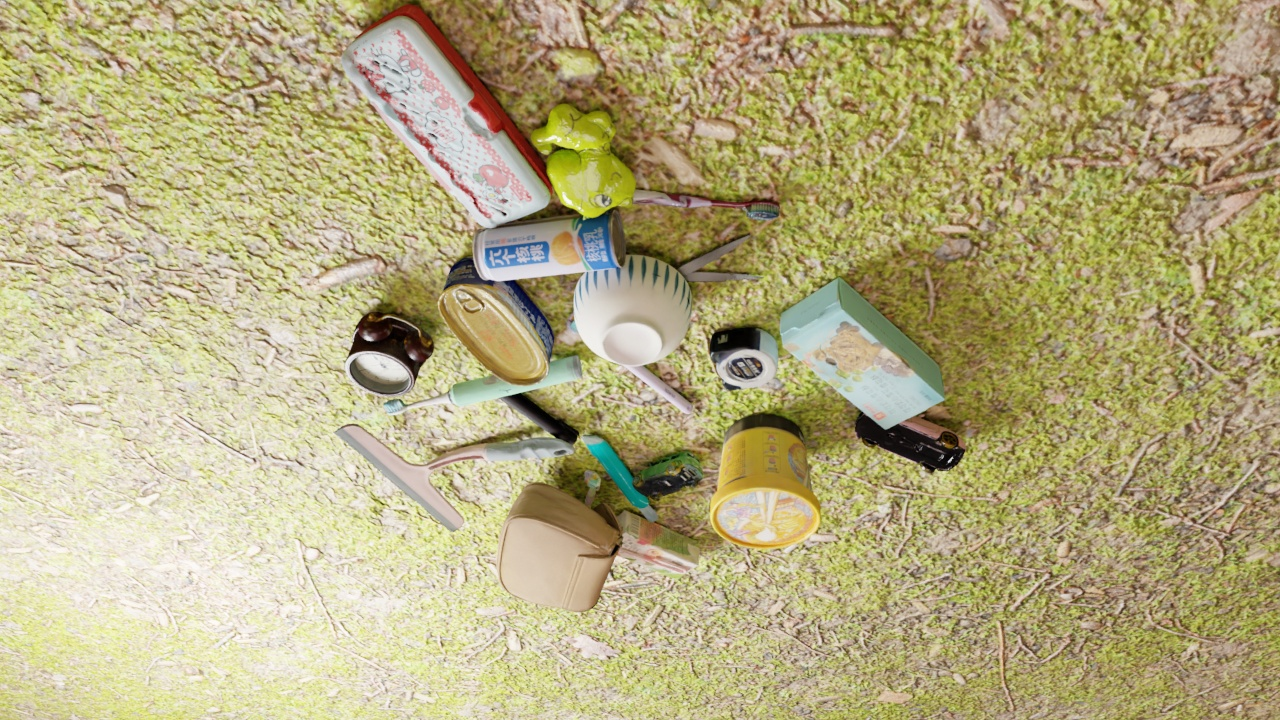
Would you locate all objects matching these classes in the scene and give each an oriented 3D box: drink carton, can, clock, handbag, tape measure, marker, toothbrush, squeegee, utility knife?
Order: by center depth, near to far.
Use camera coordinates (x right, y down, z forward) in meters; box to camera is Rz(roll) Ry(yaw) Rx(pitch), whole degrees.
[{"bbox_3d":[0.032,-0.141,0.824,0.187,0.017,0.016,5,137,2],"label":"toothbrush"},{"bbox_3d":[-0.084,-0.105,0.850,0.135,0.053,0.053,-5,135,12],"label":"can"},{"bbox_3d":[-0.143,-0.038,0.930,0.075,0.049,0.148,-18,131,24],"label":"can"},{"bbox_3d":[0.110,-0.002,0.949,0.066,0.033,0.066,-8,137,18],"label":"tape measure"},{"bbox_3d":[-0.265,-0.011,0.969,0.082,0.055,0.122,25,137,-17],"label":"clock"},{"bbox_3d":[-0.006,0.006,0.983,0.189,0.029,0.021,38,168,-31],"label":"toothbrush"},{"bbox_3d":[-0.171,0.031,0.998,0.224,0.026,0.027,-13,131,7],"label":"toothbrush"},{"bbox_3d":[-0.123,0.059,1.051,0.022,0.020,0.132,-38,122,21],"label":"marker"},{"bbox_3d":[-0.188,0.117,1.105,0.250,0.040,0.248,-12,137,21],"label":"squeegee"},{"bbox_3d":[-0.021,0.148,1.136,0.029,0.013,0.187,-13,132,23],"label":"utility knife"},{"bbox_3d":[-0.104,0.236,1.164,0.148,0.099,0.205,22,139,2],"label":"handbag"},{"bbox_3d":[-0.077,0.205,1.200,0.020,0.029,0.190,-22,149,-30],"label":"toothbrush"},{"bbox_3d":[0.016,0.247,1.212,0.122,0.045,0.054,28,132,-22],"label":"drink carton"}]

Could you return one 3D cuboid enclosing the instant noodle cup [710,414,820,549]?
[{"bbox_3d":[0.138,0.132,1.027,0.118,0.114,0.119,3,136,3],"label":"instant noodle cup"}]

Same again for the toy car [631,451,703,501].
[{"bbox_3d":[0.032,0.139,1.103,0.091,0.036,0.043,-26,129,28],"label":"toy car"}]

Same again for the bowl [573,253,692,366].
[{"bbox_3d":[-0.008,-0.037,0.882,0.116,0.066,0.117,2,135,1],"label":"bowl"}]

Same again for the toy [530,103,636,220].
[{"bbox_3d":[-0.049,-0.170,0.791,0.096,0.031,0.100,11,126,-3],"label":"toy"}]

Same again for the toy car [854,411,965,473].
[{"bbox_3d":[0.298,0.083,1.015,0.122,0.037,0.056,23,133,1],"label":"toy car"}]

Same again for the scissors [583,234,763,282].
[{"bbox_3d":[0.025,-0.082,0.894,0.159,0.014,0.178,23,132,-19],"label":"scissors"}]

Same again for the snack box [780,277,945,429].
[{"bbox_3d":[0.224,-0.004,0.919,0.175,0.051,0.074,36,129,-27],"label":"snack box"}]

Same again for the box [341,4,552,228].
[{"bbox_3d":[-0.159,-0.195,0.772,0.087,0.046,0.201,-20,131,25],"label":"box"}]
